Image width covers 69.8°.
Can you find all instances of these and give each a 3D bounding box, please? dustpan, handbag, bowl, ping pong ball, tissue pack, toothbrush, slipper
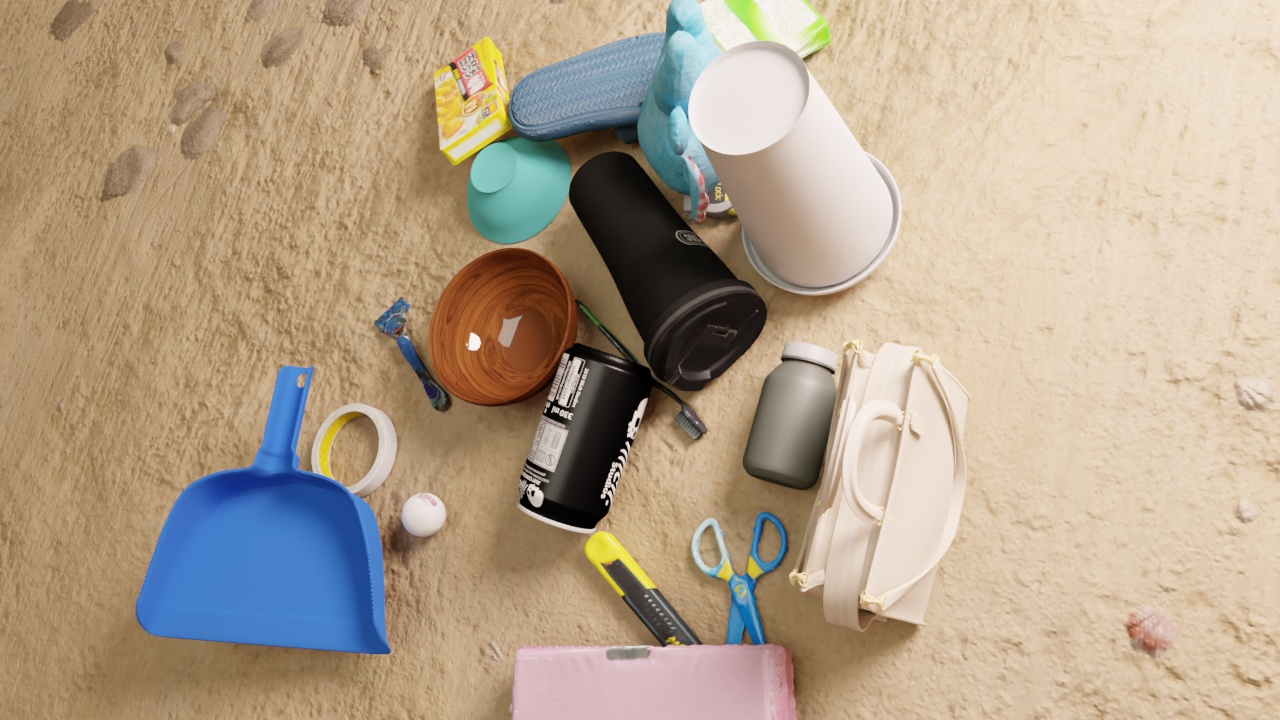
[{"bbox_3d":[-0.335,0.131,0.859,0.246,0.059,0.257,1,69,11],"label":"dustpan"},{"bbox_3d":[0.155,0.080,0.612,0.101,0.197,0.194,10,79,27],"label":"handbag"},{"bbox_3d":[-0.134,-0.182,0.913,0.121,0.046,0.121,-7,72,23],"label":"bowl"},{"bbox_3d":[-0.201,0.143,0.851,0.040,0.040,0.040,-7,72,23],"label":"ping pong ball"},{"bbox_3d":[0.104,-0.303,0.835,0.099,0.034,0.114,-30,64,-3],"label":"tissue pack"},{"bbox_3d":[-0.005,0.005,0.816,0.017,0.014,0.188,-51,61,12],"label":"toothbrush"},{"bbox_3d":[-0.114,-0.023,0.844,0.147,0.069,0.147,-8,71,22],"label":"bowl"},{"bbox_3d":[-0.022,-0.255,0.877,0.214,0.059,0.103,-8,67,9],"label":"slipper"}]

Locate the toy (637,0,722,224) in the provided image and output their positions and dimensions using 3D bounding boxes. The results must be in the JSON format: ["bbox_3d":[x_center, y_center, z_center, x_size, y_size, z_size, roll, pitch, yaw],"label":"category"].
[{"bbox_3d":[0.052,-0.216,0.739,0.115,0.181,0.183,1,70,3],"label":"toy"}]

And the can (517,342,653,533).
[{"bbox_3d":[-0.047,0.064,0.773,0.080,0.080,0.146,19,89,28],"label":"can"}]

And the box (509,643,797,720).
[{"bbox_3d":[0.007,0.303,0.692,0.233,0.050,0.180,-10,79,23],"label":"box"}]

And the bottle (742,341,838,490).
[{"bbox_3d":[0.121,0.043,0.719,0.060,0.060,0.108,12,80,28],"label":"bottle"}]

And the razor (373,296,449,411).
[{"bbox_3d":[-0.227,-0.005,0.921,0.044,0.018,0.141,-41,62,8],"label":"razor"}]

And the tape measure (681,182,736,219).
[{"bbox_3d":[0.070,-0.158,0.827,0.065,0.016,0.064,-5,73,24],"label":"tape measure"}]

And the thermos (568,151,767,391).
[{"bbox_3d":[0.014,-0.086,0.790,0.106,0.106,0.218,-38,58,10],"label":"thermos"}]

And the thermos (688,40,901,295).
[{"bbox_3d":[0.113,-0.139,0.684,0.132,0.221,0.131,-7,72,23],"label":"thermos"}]

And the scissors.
[{"bbox_3d":[0.071,0.183,0.726,0.097,0.020,0.132,5,76,29],"label":"scissors"}]

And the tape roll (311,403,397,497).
[{"bbox_3d":[-0.288,0.090,0.920,0.094,0.019,0.094,-8,72,24],"label":"tape roll"}]

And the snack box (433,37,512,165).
[{"bbox_3d":[-0.174,-0.269,0.945,0.075,0.025,0.152,-29,46,15],"label":"snack box"}]

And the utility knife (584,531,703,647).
[{"bbox_3d":[0.018,0.210,0.742,0.186,0.020,0.029,44,98,27],"label":"utility knife"}]
